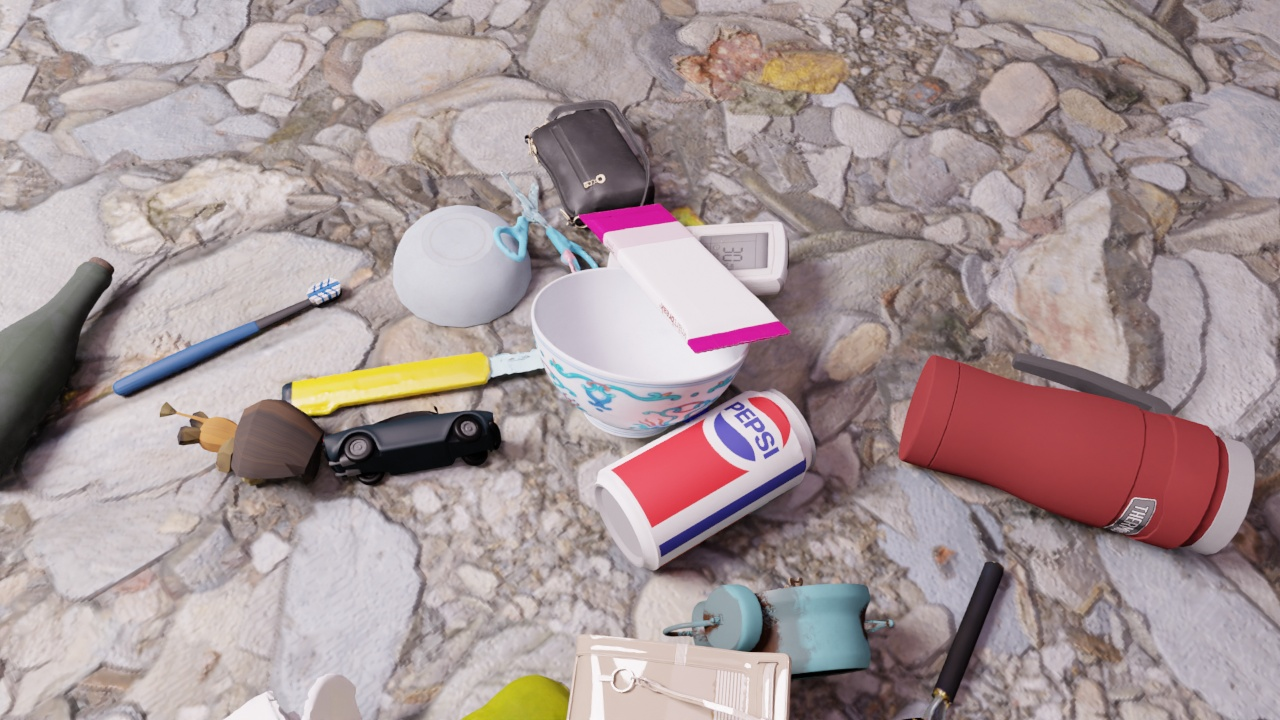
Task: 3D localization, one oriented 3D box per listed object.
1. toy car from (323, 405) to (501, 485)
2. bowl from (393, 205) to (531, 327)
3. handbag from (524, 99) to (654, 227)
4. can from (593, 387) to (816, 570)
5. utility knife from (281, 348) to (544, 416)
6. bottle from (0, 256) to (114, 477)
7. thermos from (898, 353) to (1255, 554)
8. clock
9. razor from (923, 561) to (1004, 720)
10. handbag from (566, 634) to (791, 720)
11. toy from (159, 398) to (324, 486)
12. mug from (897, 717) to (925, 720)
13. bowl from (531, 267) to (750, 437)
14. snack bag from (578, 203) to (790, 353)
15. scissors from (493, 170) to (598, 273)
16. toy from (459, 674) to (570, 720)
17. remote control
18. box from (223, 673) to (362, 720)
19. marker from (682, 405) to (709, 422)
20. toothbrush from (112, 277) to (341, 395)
[{"bbox_3d":[-0.149,0.053,0.603,0.112,0.046,0.034,-9,60,-8],"label":"toy car"},{"bbox_3d":[-0.136,-0.079,0.695,0.106,0.039,0.106,2,56,-3],"label":"bowl"},{"bbox_3d":[-0.043,-0.160,0.748,0.079,0.054,0.128,-23,63,-13],"label":"handbag"},{"bbox_3d":[0.041,0.074,0.588,0.132,0.070,0.070,-27,62,-20],"label":"can"},{"bbox_3d":[-0.141,0.011,0.648,0.223,0.019,0.030,-11,64,-5],"label":"utility knife"},{"bbox_3d":[-0.409,-0.002,0.616,0.055,0.055,0.173,13,55,4],"label":"bottle"},{"bbox_3d":[0.285,0.051,0.612,0.199,0.084,0.107,17,58,10],"label":"thermos"},{"bbox_3d":[0.075,0.155,0.527,0.124,0.090,0.053,-3,66,-7],"label":"clock"},{"bbox_3d":[0.195,0.183,0.558,0.043,0.022,0.143,50,52,-22],"label":"razor"},{"bbox_3d":[0.051,0.224,0.430,0.198,0.062,0.175,-11,57,30],"label":"handbag"},{"bbox_3d":[-0.256,0.050,0.589,0.100,0.063,0.076,16,19,-10],"label":"toy"},{"bbox_3d":[0.111,0.248,0.466,0.124,0.100,0.094,-29,57,11],"label":"mug"},{"bbox_3d":[-0.004,0.004,0.617,0.144,0.074,0.143,6,32,-4],"label":"bowl"},{"bbox_3d":[0.024,-0.063,0.639,0.070,0.016,0.196,-13,38,-21],"label":"snack bag"},{"bbox_3d":[-0.089,-0.105,0.707,0.111,0.015,0.140,-5,46,-51],"label":"scissors"},{"bbox_3d":[-0.068,0.222,0.493,0.090,0.051,0.109,35,58,15],"label":"toy"},{"bbox_3d":[0.043,-0.074,0.695,0.138,0.025,0.060,-2,53,13],"label":"remote control"},{"bbox_3d":[-0.196,0.220,0.467,0.143,0.089,0.080,-33,102,-25],"label":"box"},{"bbox_3d":[0.052,-0.016,0.680,0.020,0.020,0.141,13,57,4],"label":"marker"},{"bbox_3d":[-0.293,-0.018,0.659,0.167,0.014,0.014,-29,74,-22],"label":"toothbrush"}]
